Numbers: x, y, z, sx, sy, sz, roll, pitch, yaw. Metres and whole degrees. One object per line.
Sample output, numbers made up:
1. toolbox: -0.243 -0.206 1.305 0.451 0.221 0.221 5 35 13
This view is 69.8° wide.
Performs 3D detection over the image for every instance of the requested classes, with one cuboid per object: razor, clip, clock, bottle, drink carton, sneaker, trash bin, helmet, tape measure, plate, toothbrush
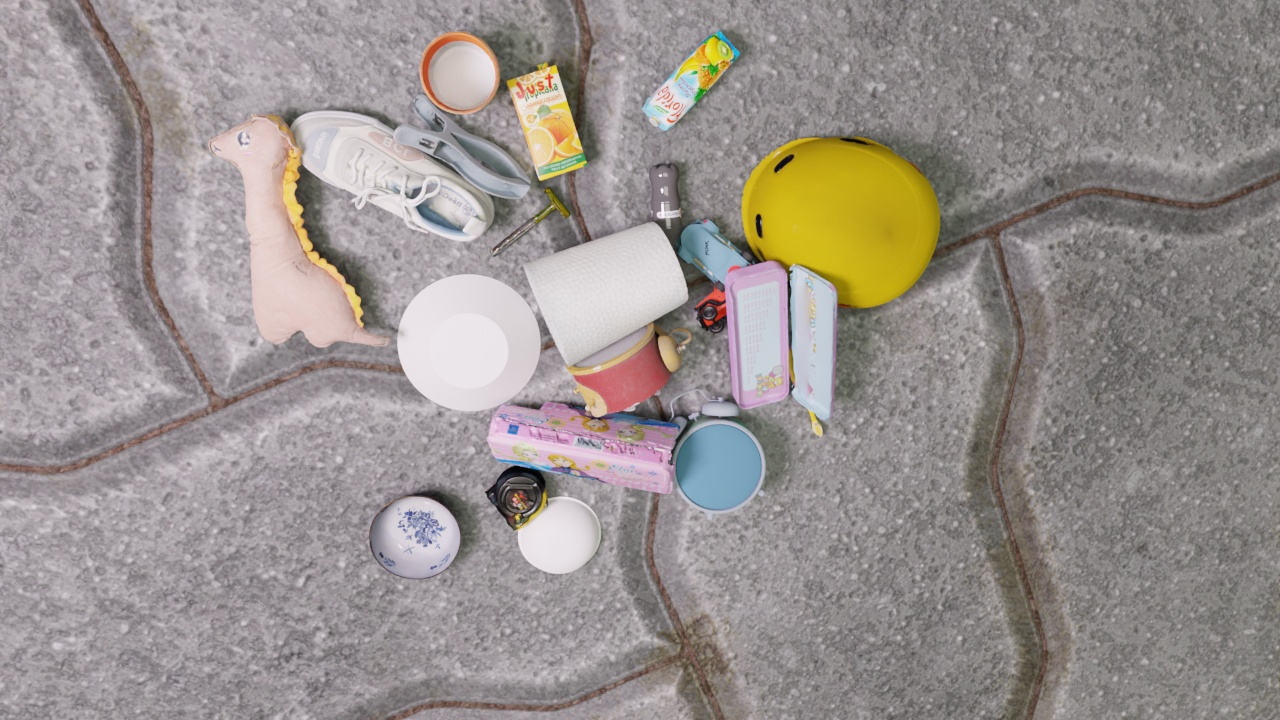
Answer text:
1. razor: -0.138 -0.159 1.099 0.106 0.026 0.042 -37 109 7
2. clip: -0.199 -0.243 1.049 0.162 0.090 0.027 25 130 -25
3. clock: -0.007 0.006 1.117 0.158 0.117 0.081 -29 111 -7
4. bottle: 0.031 -0.181 1.109 0.036 0.036 0.110 -6 106 -7
5. drink carton: 0.057 -0.325 1.072 0.044 0.038 0.129 43 96 -17
6. sneaker: -0.277 -0.205 1.025 0.242 0.090 0.090 25 106 -14
7. trash bin: -0.038 -0.085 1.082 0.161 0.133 0.133 -24 107 -7
8. helmet: 0.249 -0.162 1.094 0.240 0.139 0.209 17 102 -12
9. tape measure: -0.155 0.172 1.177 0.072 0.042 0.071 -35 102 6
10. plate: -0.208 -0.015 1.119 0.174 0.036 0.174 -2 106 -8
11. toothbrush: 0.216 0.042 1.210 0.021 0.016 0.135 -22 108 3
12. drink carton: -0.109 -0.277 1.060 0.058 0.041 0.122 -19 107 -3
13. clock: 0.089 0.114 1.185 0.122 0.075 0.161 -25 95 0

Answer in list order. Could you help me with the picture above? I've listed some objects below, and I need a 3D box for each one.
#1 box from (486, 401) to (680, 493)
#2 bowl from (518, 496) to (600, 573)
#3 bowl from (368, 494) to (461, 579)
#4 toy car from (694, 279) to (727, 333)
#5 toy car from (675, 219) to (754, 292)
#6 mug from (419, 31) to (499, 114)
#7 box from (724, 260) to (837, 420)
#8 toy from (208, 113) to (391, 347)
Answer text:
1. box: -0.066 0.093 1.135 0.230 0.085 0.090 10 62 6
2. bowl: -0.104 0.237 1.202 0.110 0.040 0.110 -2 106 -8
3. bowl: -0.284 0.216 1.166 0.114 0.045 0.114 -2 106 -8
4. toy car: 0.110 -0.080 1.141 0.100 0.051 0.048 -34 64 3
5. toy car: 0.090 -0.127 1.110 0.108 0.027 0.060 43 96 17
6. mug: -0.196 -0.312 1.003 0.082 0.105 0.082 -2 105 -8
7. box: 0.177 -0.022 1.122 0.140 0.062 0.214 10 134 20
8. toy: -0.379 -0.140 1.034 0.196 0.065 0.265 5 111 -4
